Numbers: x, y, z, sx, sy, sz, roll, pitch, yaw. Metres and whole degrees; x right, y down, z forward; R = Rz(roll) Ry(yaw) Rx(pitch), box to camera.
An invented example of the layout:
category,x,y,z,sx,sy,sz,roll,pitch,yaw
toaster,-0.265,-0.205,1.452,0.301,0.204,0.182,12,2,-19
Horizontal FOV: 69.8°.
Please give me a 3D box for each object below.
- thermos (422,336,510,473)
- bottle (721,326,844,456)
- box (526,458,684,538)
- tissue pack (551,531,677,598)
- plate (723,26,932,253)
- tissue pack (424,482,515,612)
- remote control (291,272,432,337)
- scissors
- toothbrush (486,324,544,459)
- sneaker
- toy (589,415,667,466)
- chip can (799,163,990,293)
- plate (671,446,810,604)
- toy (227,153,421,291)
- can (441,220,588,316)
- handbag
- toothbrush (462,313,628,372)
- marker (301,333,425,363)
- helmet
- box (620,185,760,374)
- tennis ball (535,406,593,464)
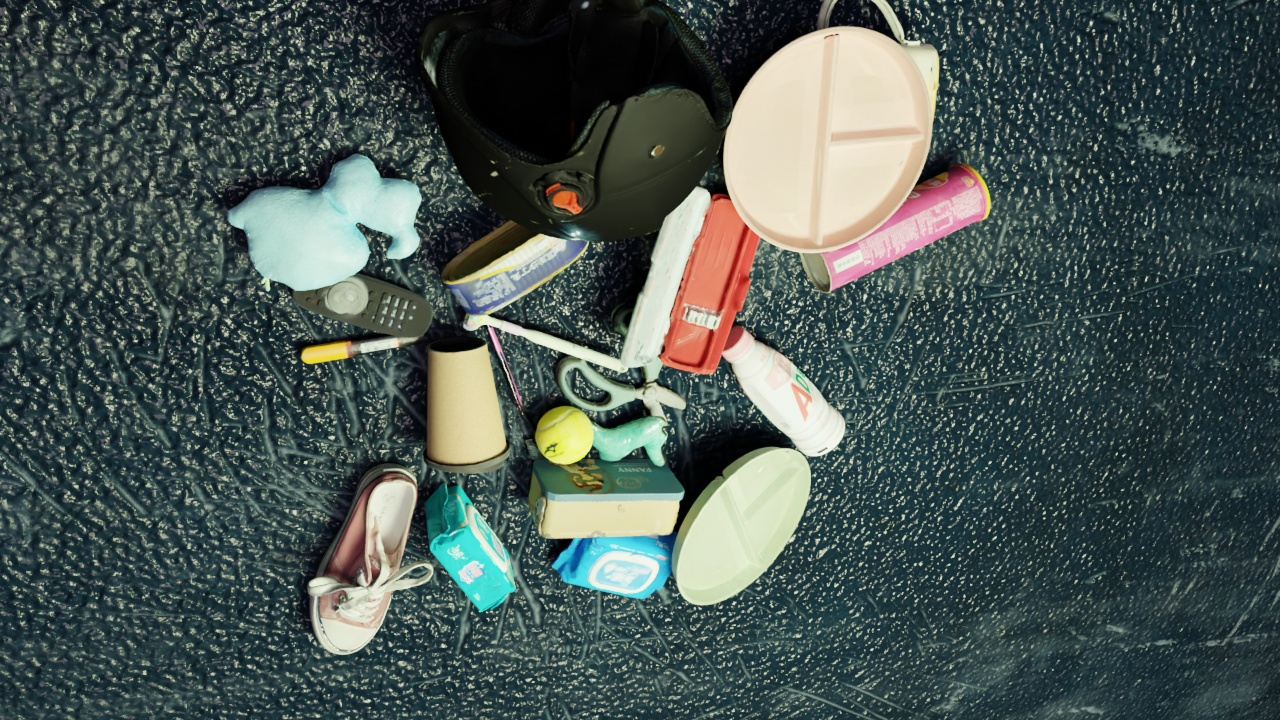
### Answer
category,x,y,z,sx,sy,sz,roll,pitch,yaw
thermos,-0.187,0.051,0.968,0.093,0.093,0.143,-7,107,-17
bottle,0.166,0.035,1.098,0.068,0.068,0.197,-45,118,4
box,-0.036,0.159,1.069,0.184,0.090,0.063,0,113,-23
tissue pack,-0.020,0.243,1.124,0.157,0.052,0.095,18,121,-26
plate,0.190,-0.223,0.939,0.229,0.028,0.230,-7,119,-14
tissue pack,-0.193,0.208,1.031,0.050,0.093,0.133,-29,121,0
remote control,-0.276,-0.060,0.916,0.136,0.024,0.053,17,106,-23
scissors,-0.002,0.004,1.049,0.176,0.019,0.172,21,104,-25
toothbrush,-0.142,0.035,1.016,0.018,0.014,0.189,-13,118,9
sneaker,-0.300,0.233,1.006,0.118,0.088,0.241,16,106,-26
toy,-0.009,0.095,1.075,0.092,0.030,0.096,-19,126,7
chip can,0.289,-0.152,1.052,0.210,0.071,0.071,-25,120,-7
plate,0.125,0.203,1.141,0.229,0.027,0.231,-24,132,-31
toy,-0.295,-0.124,0.862,0.161,0.050,0.156,29,88,-17
can,-0.124,-0.104,0.922,0.148,0.074,0.049,-33,123,-4
handbag,0.228,-0.300,0.960,0.163,0.063,0.179,-7,122,-15
toothbrush,-0.097,-0.018,0.987,0.189,0.020,0.029,18,124,-23
marker,-0.283,-0.015,0.941,0.123,0.015,0.018,-10,118,-18
helmet,-0.058,-0.216,0.803,0.274,0.233,0.231,-7,146,-19
box,0.052,-0.085,0.993,0.160,0.063,0.201,5,108,-43
tennis ball,-0.085,0.083,1.028,0.065,0.065,0.065,-8,116,-17
